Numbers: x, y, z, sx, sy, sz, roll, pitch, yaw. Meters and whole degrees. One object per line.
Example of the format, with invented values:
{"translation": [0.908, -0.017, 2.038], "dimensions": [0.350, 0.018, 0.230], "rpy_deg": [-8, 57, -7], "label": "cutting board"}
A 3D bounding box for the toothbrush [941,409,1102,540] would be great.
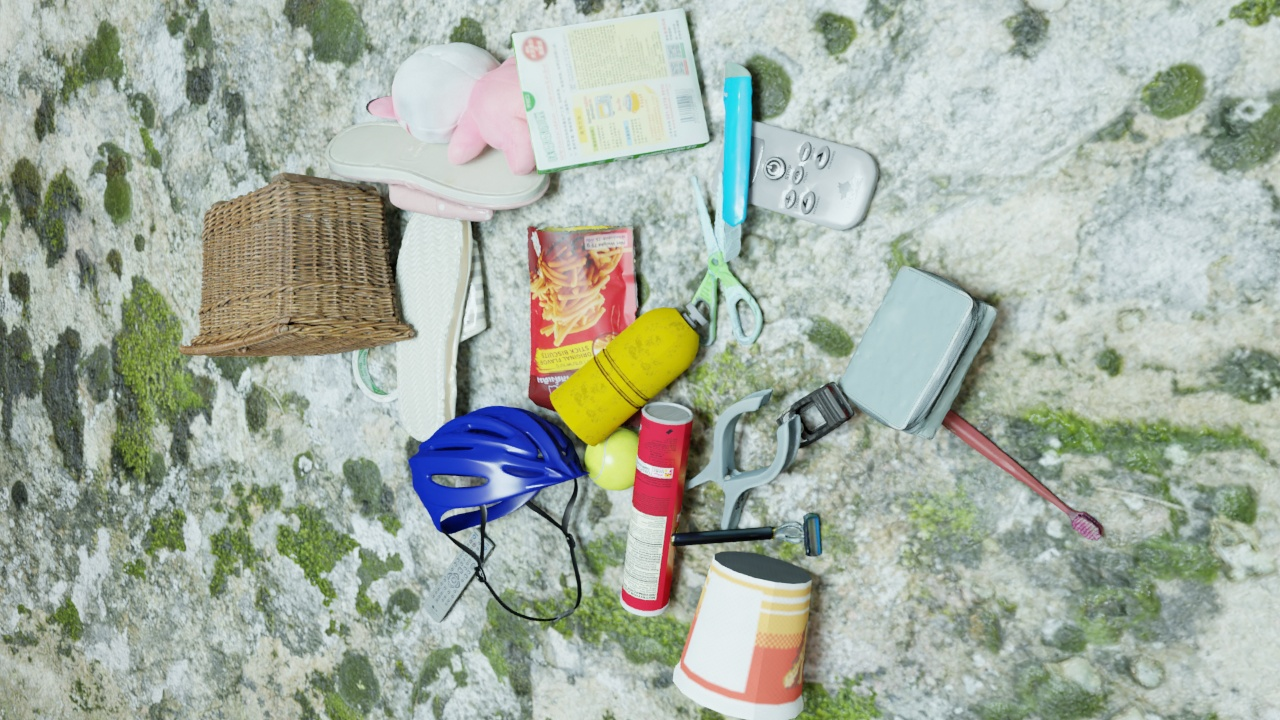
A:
{"translation": [0.312, 0.088, 0.788], "dimensions": [0.190, 0.016, 0.016], "rpy_deg": [41, 112, 18], "label": "toothbrush"}

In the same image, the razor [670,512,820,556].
{"translation": [0.101, 0.170, 0.891], "dimensions": [0.144, 0.022, 0.043], "rpy_deg": [-4, 96, 7], "label": "razor"}

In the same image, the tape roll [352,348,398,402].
{"translation": [-0.309, 0.004, 1.112], "dimensions": [0.094, 0.018, 0.094], "rpy_deg": [3, 97, 28], "label": "tape roll"}

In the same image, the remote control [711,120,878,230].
{"translation": [0.141, -0.172, 0.849], "dimensions": [0.151, 0.019, 0.074], "rpy_deg": [22, 106, 24], "label": "remote control"}

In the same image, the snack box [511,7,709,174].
{"translation": [-0.028, -0.257, 0.877], "dimensions": [0.168, 0.027, 0.132], "rpy_deg": [-11, 91, -7], "label": "snack box"}

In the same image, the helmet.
{"translation": [-0.143, 0.161, 0.965], "dimensions": [0.242, 0.147, 0.227], "rpy_deg": [-16, 87, 42], "label": "helmet"}

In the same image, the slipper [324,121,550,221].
{"translation": [-0.220, -0.204, 0.998], "dimensions": [0.275, 0.113, 0.054], "rpy_deg": [16, 145, 21], "label": "slipper"}

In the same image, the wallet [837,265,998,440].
{"translation": [0.236, -0.008, 0.785], "dimensions": [0.100, 0.054, 0.132], "rpy_deg": [43, 116, 51], "label": "wallet"}

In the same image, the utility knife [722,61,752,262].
{"translation": [0.088, -0.185, 0.857], "dimensions": [0.031, 0.015, 0.185], "rpy_deg": [6, 95, 34], "label": "utility knife"}

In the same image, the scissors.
{"translation": [0.066, -0.097, 0.893], "dimensions": [0.093, 0.032, 0.175], "rpy_deg": [-10, 93, 33], "label": "scissors"}

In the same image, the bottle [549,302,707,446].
{"translation": [-0.005, 0.005, 0.898], "dimensions": [0.164, 0.071, 0.071], "rpy_deg": [-41, 76, 7], "label": "bottle"}

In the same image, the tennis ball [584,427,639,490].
{"translation": [-0.025, 0.101, 0.943], "dimensions": [0.065, 0.065, 0.065], "rpy_deg": [3, 97, 28], "label": "tennis ball"}

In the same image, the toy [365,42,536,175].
{"translation": [-0.170, -0.272, 0.951], "dimensions": [0.213, 0.084, 0.141], "rpy_deg": [24, 67, 28], "label": "toy"}

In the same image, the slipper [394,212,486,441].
{"translation": [-0.230, -0.043, 1.044], "dimensions": [0.115, 0.054, 0.273], "rpy_deg": [10, 96, 31], "label": "slipper"}

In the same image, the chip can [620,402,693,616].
{"translation": [0.015, 0.149, 0.916], "dimensions": [0.052, 0.051, 0.215], "rpy_deg": [16, 112, 26], "label": "chip can"}

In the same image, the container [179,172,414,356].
{"translation": [-0.399, -0.101, 1.051], "dimensions": [0.251, 0.162, 0.183], "rpy_deg": [-6, 86, 41], "label": "container"}

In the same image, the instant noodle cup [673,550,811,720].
{"translation": [0.103, 0.253, 0.867], "dimensions": [0.123, 0.123, 0.121], "rpy_deg": [12, 94, 27], "label": "instant noodle cup"}

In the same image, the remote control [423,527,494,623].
{"translation": [-0.217, 0.257, 1.093], "dimensions": [0.033, 0.013, 0.137], "rpy_deg": [42, 113, 18], "label": "remote control"}

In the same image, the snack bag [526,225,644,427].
{"translation": [-0.059, -0.038, 0.965], "dimensions": [0.139, 0.066, 0.208], "rpy_deg": [4, 107, 22], "label": "snack bag"}

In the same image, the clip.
{"translation": [0.108, 0.108, 0.869], "dimensions": [0.115, 0.028, 0.164], "rpy_deg": [46, 134, 18], "label": "clip"}

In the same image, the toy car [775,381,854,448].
{"translation": [0.157, 0.052, 0.841], "dimensions": [0.040, 0.037, 0.092], "rpy_deg": [59, 150, 9], "label": "toy car"}
